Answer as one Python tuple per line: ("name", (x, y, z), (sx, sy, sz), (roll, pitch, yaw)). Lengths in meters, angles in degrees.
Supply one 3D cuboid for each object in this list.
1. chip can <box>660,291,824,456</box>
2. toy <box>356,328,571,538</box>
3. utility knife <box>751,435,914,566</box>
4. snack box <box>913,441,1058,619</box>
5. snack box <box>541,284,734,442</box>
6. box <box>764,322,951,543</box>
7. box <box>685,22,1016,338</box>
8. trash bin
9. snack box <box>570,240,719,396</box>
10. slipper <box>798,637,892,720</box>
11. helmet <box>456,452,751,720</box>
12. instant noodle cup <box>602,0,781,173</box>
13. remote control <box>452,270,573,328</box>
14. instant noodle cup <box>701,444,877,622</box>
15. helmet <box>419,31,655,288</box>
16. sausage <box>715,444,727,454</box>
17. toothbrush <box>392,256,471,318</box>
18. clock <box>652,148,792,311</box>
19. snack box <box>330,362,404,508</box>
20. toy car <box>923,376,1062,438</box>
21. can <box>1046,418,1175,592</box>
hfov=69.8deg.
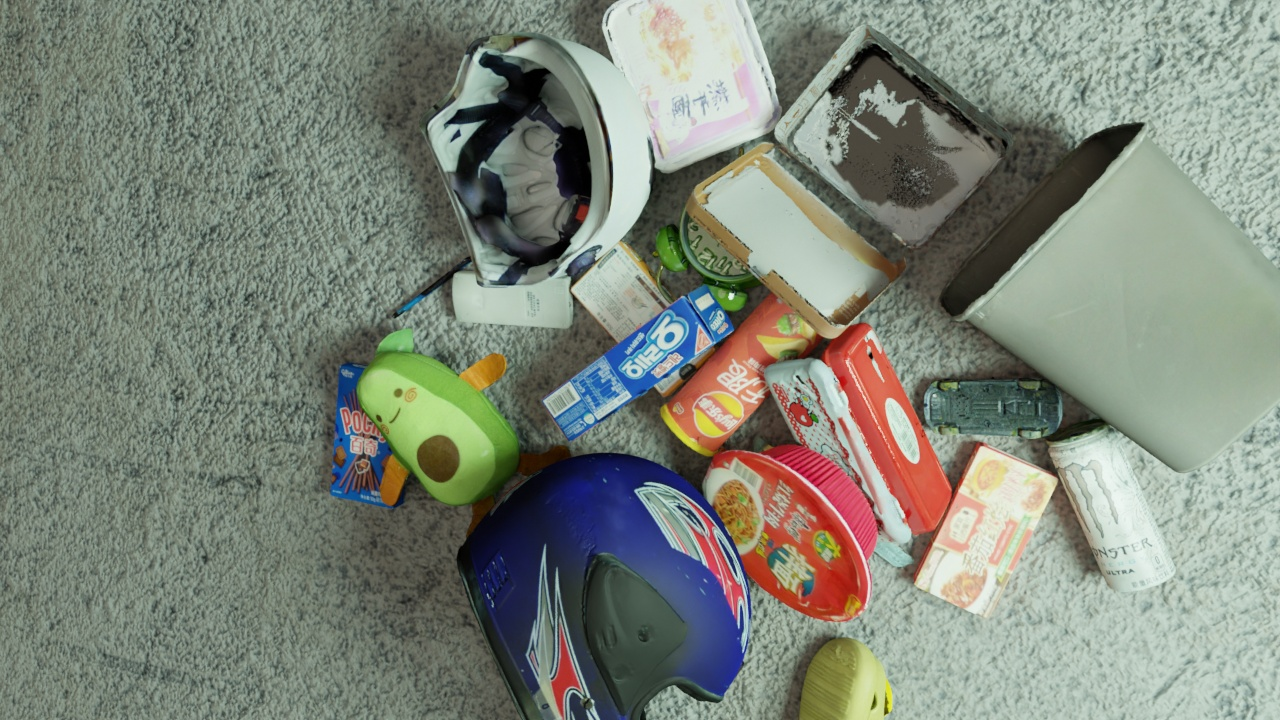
("chip can", (0.115, -0.003, 0.893), (0.073, 0.073, 0.217), (45, 105, 8))
("toy", (-0.207, 0.081, 0.987), (0.246, 0.090, 0.227), (42, 103, -2))
("utility knife", (0.188, 0.144, 0.918), (0.195, 0.020, 0.031), (36, 110, 6))
("snack box", (0.324, 0.161, 0.869), (0.075, 0.025, 0.153), (24, 102, 13))
("snack box", (-0.005, 0.005, 0.906), (0.208, 0.058, 0.057), (-36, 87, 31))
("box", (0.198, 0.074, 0.859), (0.102, 0.095, 0.201), (-18, 106, 41))
("box", (0.186, -0.158, 0.823), (0.179, 0.130, 0.272), (43, 80, 9))
("trash bin", (0.397, -0.048, 0.749), (0.220, 0.198, 0.199), (41, 107, 2))
("snack box", (0.004, -0.043, 0.946), (0.075, 0.026, 0.153), (-43, 82, 17))
("slipper", (0.205, 0.369, 0.906), (0.081, 0.092, 0.190), (13, 90, -24))
("helmet", (-0.013, 0.239, 0.873), (0.240, 0.247, 0.315), (-25, 95, -4))
("instant noodle cup", (0.054, -0.281, 0.890), (0.138, 0.060, 0.173), (-20, 91, 18))
("remote control", (-0.138, -0.066, 0.987), (0.135, 0.019, 0.056), (4, 109, 16))
("instant noodle cup", (0.150, 0.149, 0.863), (0.194, 0.065, 0.194), (35, 144, 29))
("helmet", (-0.076, -0.192, 0.879), (0.259, 0.145, 0.229), (-28, 85, 44))
("sausage", (0.088, 0.168, 0.944), (0.021, 0.021, 0.165), (-2, 95, 17))
("toothbrush", (-0.206, -0.099, 1.012), (0.190, 0.014, 0.016), (-32, 84, 18))
("clock", (0.082, -0.115, 0.900), (0.116, 0.056, 0.161), (44, 106, 10))
("snack box", (-0.309, 0.086, 1.055), (0.085, 0.026, 0.157), (9, 98, 16))
("toy car", (0.326, 0.043, 0.852), (0.121, 0.036, 0.054), (-1, 96, 27))
("can", (0.419, 0.129, 0.819), (0.058, 0.058, 0.146), (-24, 89, 18))
